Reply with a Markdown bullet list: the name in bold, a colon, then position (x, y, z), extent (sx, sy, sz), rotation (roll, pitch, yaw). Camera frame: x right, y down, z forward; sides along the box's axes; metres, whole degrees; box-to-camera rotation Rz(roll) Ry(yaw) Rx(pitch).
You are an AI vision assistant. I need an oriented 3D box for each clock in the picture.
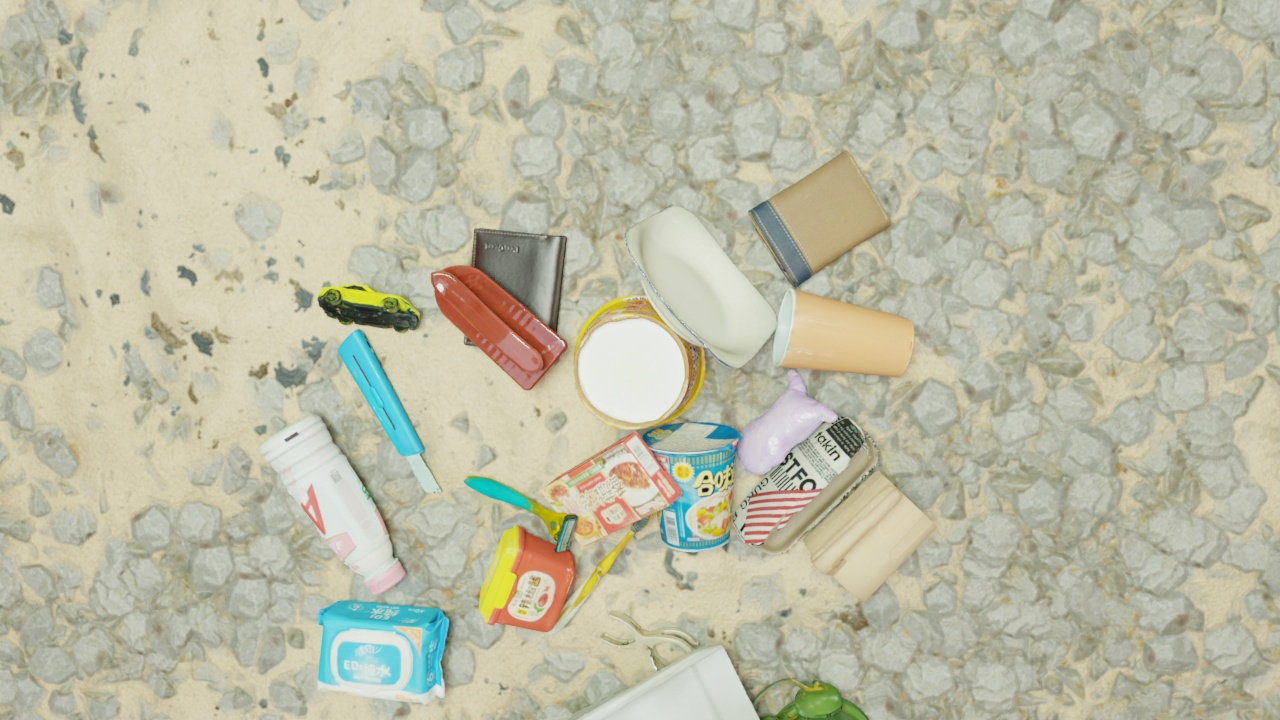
- **clock**: position (0.179, 0.397, 0.945), extent (0.116, 0.056, 0.161), rotation (-40, 91, 6)

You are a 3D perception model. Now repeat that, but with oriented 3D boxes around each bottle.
- **bottle**: position (-0.314, 0.153, 0.954), extent (0.068, 0.068, 0.197), rotation (-31, 96, 7)

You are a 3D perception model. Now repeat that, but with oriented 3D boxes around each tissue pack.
- **tissue pack**: position (-0.271, 0.306, 0.967), extent (0.140, 0.063, 0.090), rotation (5, 96, 4)

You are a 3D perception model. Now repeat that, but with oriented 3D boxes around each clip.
- **clip**: position (0.016, 0.285, 0.960), extent (0.104, 0.034, 0.083), rotation (38, 100, 8)

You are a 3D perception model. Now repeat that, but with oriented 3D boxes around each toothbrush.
- **toothbrush**: position (-0.044, 0.221, 0.946), extent (0.016, 0.018, 0.192), rotation (39, 109, 6)

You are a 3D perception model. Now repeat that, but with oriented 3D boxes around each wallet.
- **wallet**: position (0.175, -0.139, 0.903), extent (0.115, 0.033, 0.090), rotation (-33, 95, 6)
- **wallet**: position (-0.129, -0.071, 0.941), extent (0.096, 0.020, 0.122), rotation (6, 94, 4)

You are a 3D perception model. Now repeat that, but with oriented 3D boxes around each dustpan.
- **dustpan**: position (-0.002, 0.441, 0.905), extent (0.258, 0.142, 0.222), rotation (-25, 94, 26)

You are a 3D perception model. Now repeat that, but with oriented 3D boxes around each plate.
- **plate**: position (0.051, -0.065, 0.865), extent (0.034, 0.163, 0.163), rotation (-40, 90, 32)

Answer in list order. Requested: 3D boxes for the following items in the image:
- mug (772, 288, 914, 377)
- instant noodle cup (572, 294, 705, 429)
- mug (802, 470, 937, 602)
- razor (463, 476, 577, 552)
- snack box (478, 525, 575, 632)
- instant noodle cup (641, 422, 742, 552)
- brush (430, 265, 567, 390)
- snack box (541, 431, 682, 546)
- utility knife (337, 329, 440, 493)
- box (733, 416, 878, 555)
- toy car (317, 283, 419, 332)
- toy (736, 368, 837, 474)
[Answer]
- **mug**: position (0.198, -0.022, 0.895), extent (0.123, 0.078, 0.078), rotation (9, 96, -2)
- **instant noodle cup**: position (-0.005, 0.005, 0.892), extent (0.138, 0.109, 0.138), rotation (0, 95, 5)
- **mug**: position (0.218, 0.166, 0.888), extent (0.103, 0.124, 0.084), rotation (-46, 62, 5)
- **razor**: position (-0.126, 0.150, 0.951), extent (0.132, 0.028, 0.043), rotation (24, 111, 18)
- **snack box**: position (-0.115, 0.227, 0.943), extent (0.080, 0.082, 0.091), rotation (20, 98, -11)
- **instant noodle cup**: position (0.052, 0.127, 0.912), extent (0.099, 0.099, 0.110), rotation (-2, 103, 4)
- **brush**: position (-0.145, -0.040, 0.899), extent (0.146, 0.069, 0.063), rotation (41, 96, 5)
- **snack box**: position (-0.032, 0.130, 0.905), extent (0.075, 0.025, 0.153), rotation (54, 136, -2)
- **utility knife**: position (-0.261, 0.058, 0.964), extent (0.034, 0.018, 0.191), rotation (-27, 95, 11)
- **box**: position (0.169, 0.130, 0.920), extent (0.087, 0.076, 0.163), rotation (37, 99, -33)
- **toy car**: position (-0.277, -0.056, 0.941), extent (0.105, 0.048, 0.032), rotation (9, 64, 4)
- **toy**: position (0.136, 0.066, 0.914), extent (0.039, 0.083, 0.108), rotation (29, 111, -38)
